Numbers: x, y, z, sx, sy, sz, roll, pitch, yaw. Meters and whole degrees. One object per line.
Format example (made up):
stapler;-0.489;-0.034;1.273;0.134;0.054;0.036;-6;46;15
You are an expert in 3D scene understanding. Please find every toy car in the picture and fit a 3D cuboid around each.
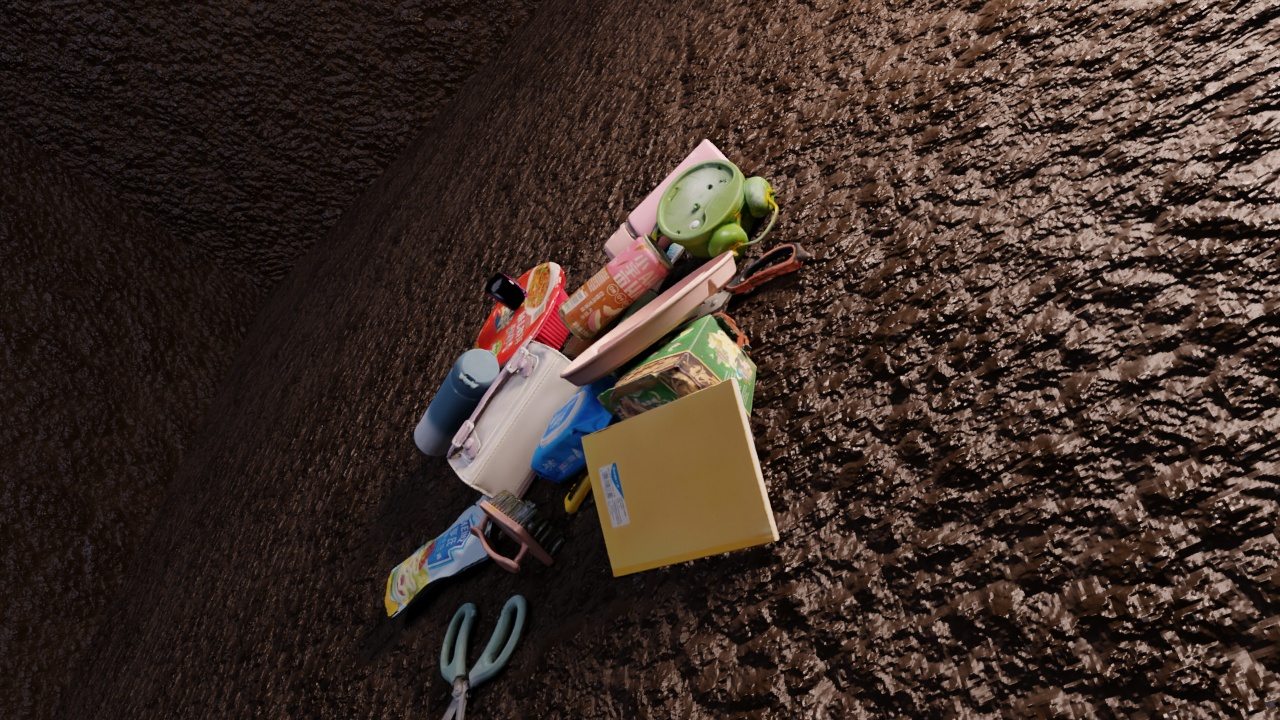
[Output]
toy car;-0.006;0.006;1.079;0.049;0.031;0.106;-54;14;-5

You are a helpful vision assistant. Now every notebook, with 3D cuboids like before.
notebook;0.028;0.114;0.847;0.207;0.010;0.145;-25;75;42

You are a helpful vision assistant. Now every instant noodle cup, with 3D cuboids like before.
instant noodle cup;-0.160;-0.047;1.335;0.194;0.066;0.193;-38;31;28

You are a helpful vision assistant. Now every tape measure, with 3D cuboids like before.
tape measure;-0.190;-0.100;1.310;0.039;0.057;0.058;-54;20;-4

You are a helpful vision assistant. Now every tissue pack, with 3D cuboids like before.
tissue pack;-0.068;0.075;1.041;0.158;0.052;0.094;-39;21;49

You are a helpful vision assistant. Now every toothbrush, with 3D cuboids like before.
toothbrush;-0.004;-0.058;1.150;0.224;0.027;0.026;-56;-13;-17

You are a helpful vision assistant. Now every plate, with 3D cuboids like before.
plate;0.011;-0.042;0.991;0.229;0.028;0.229;-35;6;4

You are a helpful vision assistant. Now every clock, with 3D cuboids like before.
clock;0.093;-0.174;1.090;0.161;0.056;0.116;24;79;44

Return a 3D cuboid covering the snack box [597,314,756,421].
snack box;0.048;0.026;0.910;0.118;0.118;0.105;-23;28;43

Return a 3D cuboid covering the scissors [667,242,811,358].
scissors;0.098;-0.067;1.023;0.189;0.015;0.222;-49;29;7

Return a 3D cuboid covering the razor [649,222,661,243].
razor;0.025;-0.165;1.168;0.022;0.042;0.143;25;101;22

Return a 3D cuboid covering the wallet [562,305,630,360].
wallet;-0.049;-0.049;1.208;0.124;0.032;0.101;-57;26;-9

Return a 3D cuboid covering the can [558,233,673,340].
can;-0.032;-0.089;1.135;0.147;0.058;0.057;-39;30;13

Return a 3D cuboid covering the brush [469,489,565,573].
brush;-0.150;0.193;1.047;0.073;0.063;0.146;-47;27;-17

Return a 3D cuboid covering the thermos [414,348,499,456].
thermos;-0.259;0.060;1.297;0.221;0.070;0.070;-49;23;46

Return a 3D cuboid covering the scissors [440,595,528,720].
scissors;-0.189;0.325;1.008;0.179;0.019;0.173;11;69;58

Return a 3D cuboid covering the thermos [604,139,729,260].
thermos;0.038;-0.201;1.219;0.199;0.067;0.087;-44;15;19

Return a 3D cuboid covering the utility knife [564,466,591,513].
utility knife;-0.042;0.106;1.037;0.154;0.015;0.033;-57;25;-7

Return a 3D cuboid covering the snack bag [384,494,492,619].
snack bag;-0.251;0.249;1.168;0.191;0.039;0.110;-38;20;23

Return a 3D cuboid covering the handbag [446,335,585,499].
handbag;-0.161;0.072;1.176;0.197;0.098;0.145;-56;23;-7
